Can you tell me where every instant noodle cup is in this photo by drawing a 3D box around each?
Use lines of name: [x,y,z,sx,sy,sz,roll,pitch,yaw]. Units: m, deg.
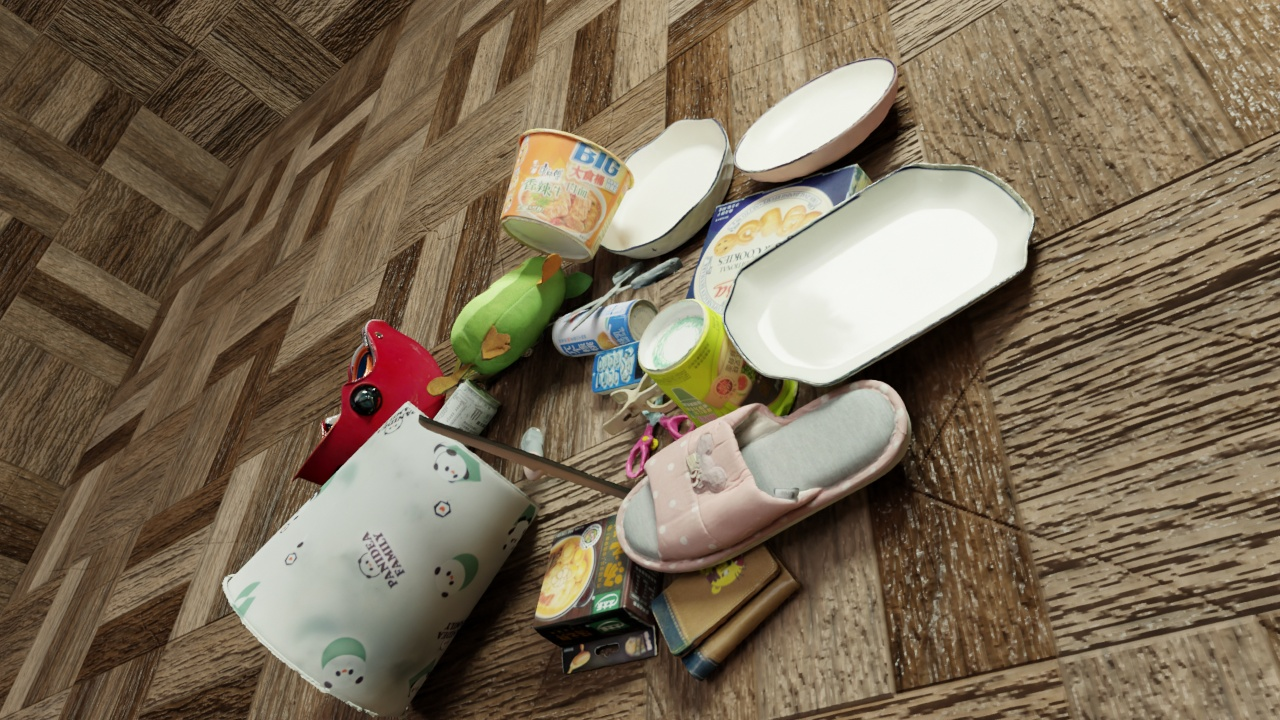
instant noodle cup: [-0.095,-0.193,1.113,0.152,0.151,0.111,6,72,50]
instant noodle cup: [0.064,0.009,0.840,0.112,0.123,0.111,-29,40,28]

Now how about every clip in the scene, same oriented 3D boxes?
clip: [0.004,0.038,0.944,0.100,0.034,0.070,-32,32,35]

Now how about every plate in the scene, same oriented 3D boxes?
plate: [0.191,-0.250,0.982,0.193,0.039,0.192,-30,28,17]
plate: [0.199,-0.069,0.780,0.266,0.034,0.162,-32,50,1]
plate: [0.032,-0.209,1.140,0.205,0.045,0.204,-28,42,28]

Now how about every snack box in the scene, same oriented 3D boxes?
snack box: [-0.035,0.210,0.842,0.113,0.053,0.125,-24,38,33]
snack box: [0.134,-0.096,0.925,0.178,0.046,0.182,-9,52,44]

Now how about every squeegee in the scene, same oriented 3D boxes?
squeegee: [-0.109,0.101,0.960,0.249,0.247,0.040,-160,90,-80]

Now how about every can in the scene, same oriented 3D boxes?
can: [-0.242,0.096,1.161,0.146,0.058,0.058,-52,35,-2]
can: [-0.041,-0.036,1.059,0.135,0.053,0.053,-8,53,45]

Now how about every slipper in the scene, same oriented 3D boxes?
slipper: [0.086,0.092,0.747,0.275,0.054,0.114,-27,49,25]

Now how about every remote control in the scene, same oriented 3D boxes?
remote control: [-0.006,0.006,0.995,0.125,0.024,0.049,-15,65,47]

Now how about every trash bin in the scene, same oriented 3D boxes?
trash bin: [-0.253,0.196,0.956,0.251,0.229,0.230,-52,35,-11]

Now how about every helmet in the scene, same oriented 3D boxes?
helmet: [-0.343,0.076,1.210,0.207,0.144,0.239,-36,31,58]

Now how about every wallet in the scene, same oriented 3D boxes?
wallet: [0.067,0.194,0.754,0.115,0.033,0.090,-43,35,5]

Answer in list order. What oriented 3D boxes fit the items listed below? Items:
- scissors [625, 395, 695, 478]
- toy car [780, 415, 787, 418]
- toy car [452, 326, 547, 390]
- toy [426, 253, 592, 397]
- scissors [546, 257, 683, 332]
scissors: [0.021,0.059,0.940,0.119,0.017,0.133,-23,40,39]
toy car: [0.129,0.085,0.780,0.043,0.034,0.090,-34,40,18]
toy car: [-0.187,-0.016,1.218,0.158,0.042,0.070,-35,39,18]
toy: [-0.159,-0.051,1.103,0.228,0.090,0.245,-39,10,39]
scissors: [-0.028,-0.077,1.053,0.160,0.014,0.177,-16,22,37]
